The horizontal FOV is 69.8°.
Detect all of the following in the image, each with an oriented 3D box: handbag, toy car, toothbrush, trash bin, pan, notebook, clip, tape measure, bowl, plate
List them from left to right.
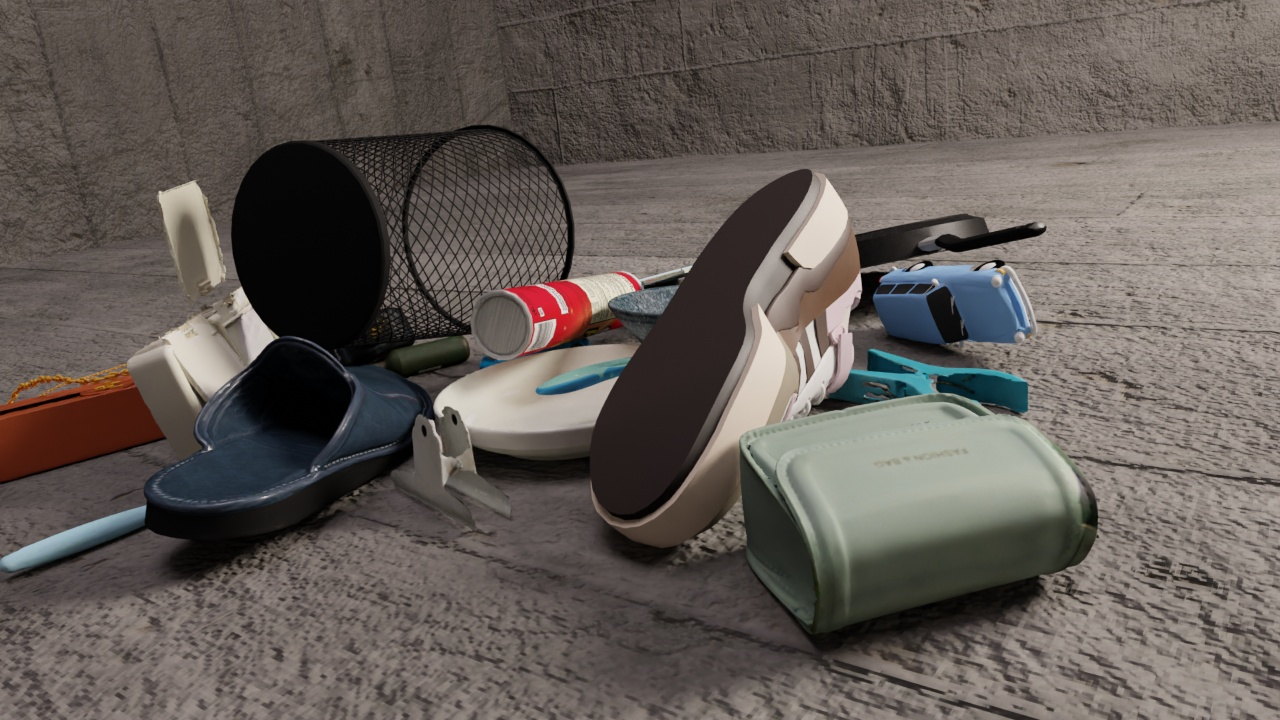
[{"bbox_3d":[-0.422,0.032,0.730,0.171,0.060,0.109,-17,16,-33],"label":"handbag"},{"bbox_3d":[-0.295,0.090,0.549,0.022,0.016,0.154,-23,0,43],"label":"toothbrush"},{"bbox_3d":[-0.240,-0.019,0.820,0.071,0.042,0.072,-32,-4,12],"label":"tape measure"},{"bbox_3d":[-0.185,-0.095,0.720,0.184,0.184,0.209,2,11,27],"label":"trash bin"},{"bbox_3d":[-0.106,0.056,0.530,0.052,0.059,0.102,5,6,-42],"label":"clip"},{"bbox_3d":[-0.088,-0.008,0.777,0.048,0.032,0.105,9,21,44],"label":"toy car"},{"bbox_3d":[-0.046,0.030,0.622,0.182,0.034,0.182,-6,16,2],"label":"plate"},{"bbox_3d":[-0.004,0.003,0.599,0.135,0.017,0.022,-11,18,-17],"label":"toothbrush"},{"bbox_3d":[0.040,-0.088,0.931,0.180,0.009,0.254,-17,5,-33],"label":"notebook"},{"bbox_3d":[0.044,-0.022,0.718,0.137,0.057,0.137,-4,13,1],"label":"bowl"},{"bbox_3d":[0.112,0.061,0.398,0.121,0.067,0.106,-10,18,-11],"label":"handbag"},{"bbox_3d":[0.237,-0.104,0.827,0.225,0.034,0.357,-12,3,-15],"label":"pan"},{"bbox_3d":[0.169,0.024,0.578,0.130,0.030,0.119,6,25,36],"label":"clip"},{"bbox_3d":[0.234,-0.042,0.701,0.054,0.056,0.153,-31,14,-13],"label":"toy car"}]

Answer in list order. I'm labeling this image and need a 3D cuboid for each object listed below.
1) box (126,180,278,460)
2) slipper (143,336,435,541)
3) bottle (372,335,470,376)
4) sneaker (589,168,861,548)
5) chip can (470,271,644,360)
[{"bbox_3d":[-0.302,-0.026,0.637,0.044,0.184,0.143,-19,20,8],"label":"box"},{"bbox_3d":[-0.207,0.026,0.582,0.109,0.083,0.265,5,13,8],"label":"slipper"},{"bbox_3d":[-0.201,0.000,0.802,0.105,0.025,0.025,-16,19,-29],"label":"bottle"},{"bbox_3d":[0.071,0.012,0.541,0.112,0.116,0.292,-24,26,39],"label":"sneaker"},{"bbox_3d":[-0.059,-0.040,0.741,0.052,0.052,0.214,0,9,22],"label":"chip can"}]
